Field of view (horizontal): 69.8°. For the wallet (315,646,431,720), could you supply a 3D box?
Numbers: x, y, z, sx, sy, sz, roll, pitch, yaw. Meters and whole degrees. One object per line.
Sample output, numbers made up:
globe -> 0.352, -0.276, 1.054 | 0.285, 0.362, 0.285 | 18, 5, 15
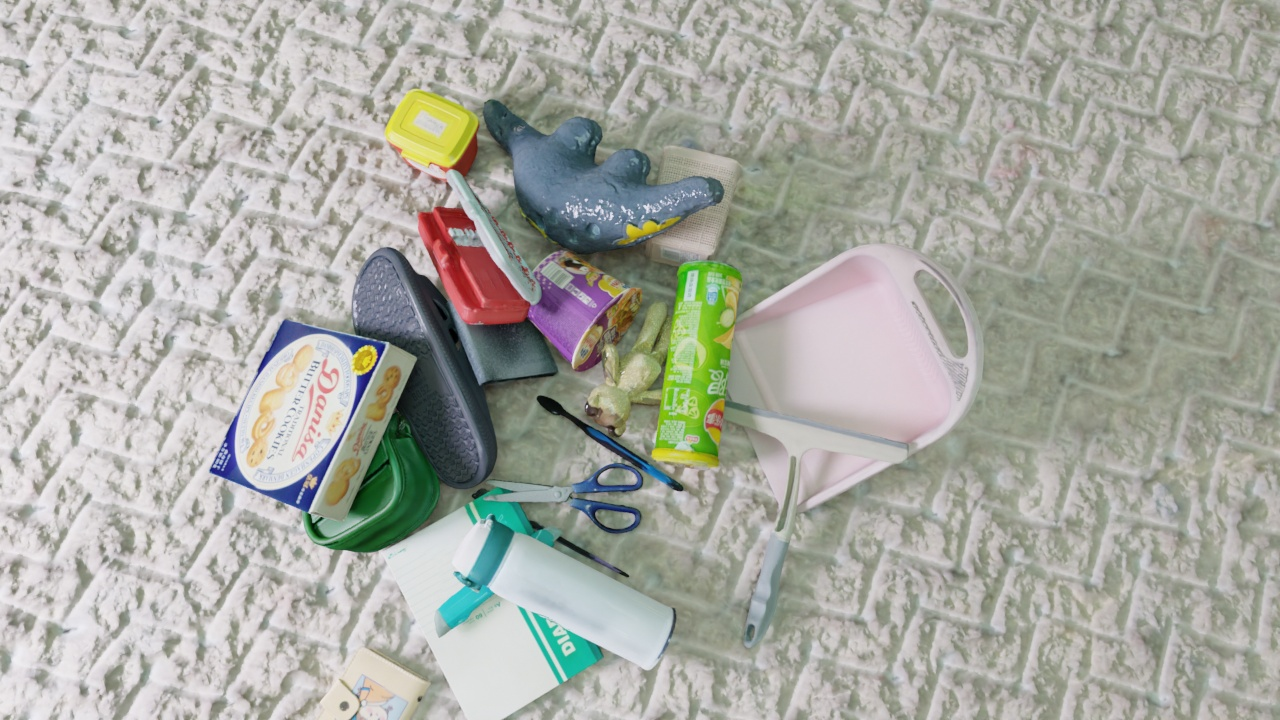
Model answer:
wallet -> -0.278, 0.354, 0.921 | 0.087, 0.024, 0.115 | 30, 78, 0

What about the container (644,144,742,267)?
container -> 0.056, -0.166, 1.033 | 0.090, 0.090, 0.110 | 14, 79, 1

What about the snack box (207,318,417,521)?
snack box -> -0.337, 0.056, 0.938 | 0.183, 0.046, 0.177 | 10, 72, 34

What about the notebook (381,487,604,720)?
notebook -> -0.153, 0.253, 0.948 | 0.150, 0.012, 0.209 | -29, 82, -7

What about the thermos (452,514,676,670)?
thermos -> -0.078, 0.231, 0.914 | 0.224, 0.073, 0.073 | 28, 76, -7

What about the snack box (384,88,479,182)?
snack box -> -0.233, -0.249, 1.045 | 0.091, 0.080, 0.082 | 25, 75, 4

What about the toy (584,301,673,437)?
toy -> -0.006, 0.006, 1.004 | 0.105, 0.066, 0.157 | 45, 69, -35

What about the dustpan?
dustpan -> 0.198, 0.008, 0.922 | 0.274, 0.138, 0.222 | -30, 76, 14

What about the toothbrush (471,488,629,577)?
toothbrush -> -0.094, 0.183, 0.976 | 0.189, 0.014, 0.016 | 27, 64, 4

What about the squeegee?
squeegee -> 0.145, 0.178, 0.956 | 0.247, 0.039, 0.246 | 12, 92, 39

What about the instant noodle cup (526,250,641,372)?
instant noodle cup -> -0.070, -0.059, 0.995 | 0.099, 0.112, 0.111 | 37, 77, 16

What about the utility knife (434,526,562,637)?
utility knife -> -0.147, 0.223, 0.941 | 0.161, 0.013, 0.029 | -37, 84, -13

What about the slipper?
slipper -> -0.219, 0.006, 0.983 | 0.111, 0.083, 0.268 | -28, 87, 33

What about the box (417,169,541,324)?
box -> -0.167, -0.129, 0.965 | 0.094, 0.092, 0.201 | -4, 38, -28

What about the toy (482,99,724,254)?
toy -> -0.066, -0.192, 1.006 | 0.356, 0.091, 0.138 | 32, 108, 33

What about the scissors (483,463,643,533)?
scissors -> -0.077, 0.133, 0.976 | 0.173, 0.012, 0.128 | 33, 72, -4

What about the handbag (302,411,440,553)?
handbag -> -0.279, 0.128, 0.941 | 0.131, 0.068, 0.120 | -30, 62, 15

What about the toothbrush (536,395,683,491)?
toothbrush -> -0.034, 0.091, 1.003 | 0.189, 0.016, 0.014 | 32, 67, 3

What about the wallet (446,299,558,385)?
wallet -> -0.146, -0.023, 0.984 | 0.019, 0.120, 0.097 | -31, 76, 33

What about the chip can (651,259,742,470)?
chip can -> 0.062, 0.003, 0.978 | 0.072, 0.072, 0.221 | 8, 80, 0
